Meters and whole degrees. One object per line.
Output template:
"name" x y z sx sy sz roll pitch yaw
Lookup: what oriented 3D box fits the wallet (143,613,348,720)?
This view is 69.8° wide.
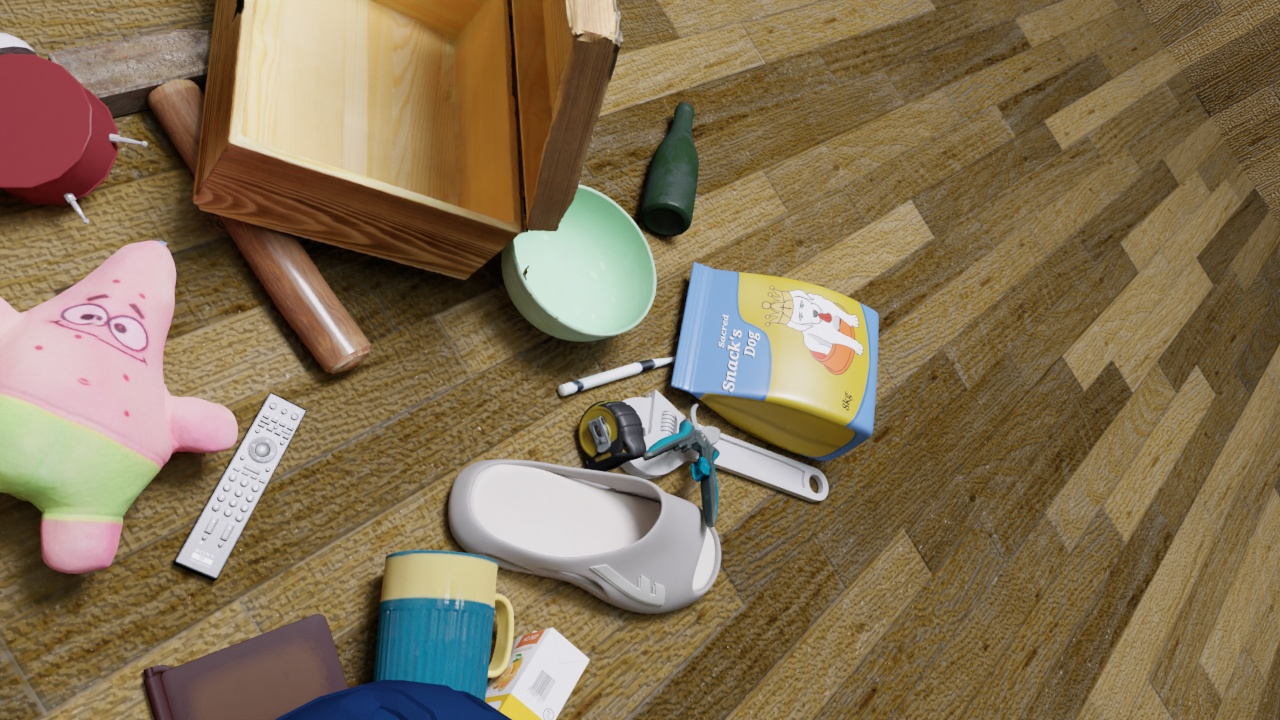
"wallet" -0.256 0.228 0.609 0.115 0.018 0.091 -14 79 -37

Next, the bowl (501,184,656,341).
"bowl" -0.067 -0.080 0.844 0.150 0.077 0.150 15 61 -30

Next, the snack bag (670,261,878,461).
"snack bag" 0.135 -0.005 0.947 0.205 0.103 0.158 20 58 -14

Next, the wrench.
"wrench" 0.084 0.102 0.909 0.273 0.018 0.086 23 58 -27

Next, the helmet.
"helmet" -0.131 0.295 0.505 0.222 0.273 0.232 -61 140 -33

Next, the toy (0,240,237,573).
"toy" -0.355 0.010 0.591 0.192 0.097 0.236 32 46 -30

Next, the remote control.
"remote control" -0.284 0.087 0.657 0.030 0.009 0.139 31 55 -21

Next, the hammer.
"hammer" -0.303 -0.123 0.721 0.157 0.037 0.301 -33 91 -40

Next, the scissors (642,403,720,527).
"scissors" 0.043 0.084 0.832 0.124 0.019 0.153 30 33 -36

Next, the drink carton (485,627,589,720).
"drink carton" -0.092 0.259 0.682 0.040 0.059 0.122 44 51 -11

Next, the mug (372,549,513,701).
"mug" -0.137 0.201 0.668 0.113 0.083 0.107 28 53 -47

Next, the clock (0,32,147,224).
"clock" -0.423 -0.163 0.626 0.137 0.048 0.096 32 81 -4

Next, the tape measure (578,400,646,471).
"tape measure" -0.028 0.066 0.815 0.034 0.062 0.061 1 65 -50

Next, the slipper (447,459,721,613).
"slipper" -0.026 0.139 0.771 0.265 0.081 0.112 22 55 -26

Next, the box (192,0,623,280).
"box" -0.130 -0.262 0.693 0.283 0.325 0.278 14 58 -39

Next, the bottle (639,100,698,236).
"bottle" 0.038 -0.217 0.997 0.055 0.055 0.173 26 55 -24

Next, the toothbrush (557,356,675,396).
"toothbrush" -0.005 0.005 0.892 0.186 0.012 0.017 -17 67 -39
